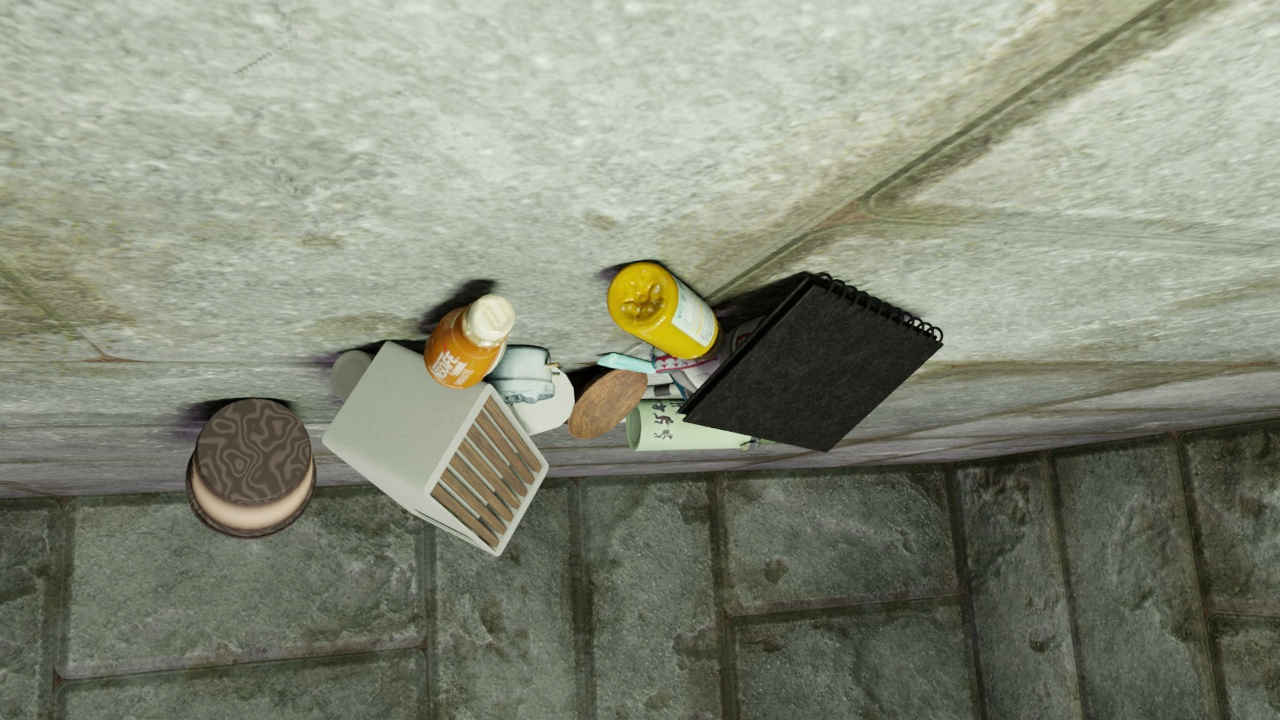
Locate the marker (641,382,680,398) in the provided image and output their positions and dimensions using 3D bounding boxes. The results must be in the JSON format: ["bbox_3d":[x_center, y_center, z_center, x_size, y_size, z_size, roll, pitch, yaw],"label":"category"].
[{"bbox_3d":[0.003,0.043,1.232,0.141,0.016,0.016,-8,169,23],"label":"marker"}]

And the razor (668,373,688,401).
[{"bbox_3d":[0.055,0.038,1.013,0.042,0.022,0.144,20,-166,-25],"label":"razor"}]

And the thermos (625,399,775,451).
[{"bbox_3d":[0.099,0.099,1.382,0.231,0.082,0.082,1,169,-19],"label":"thermos"}]

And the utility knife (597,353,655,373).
[{"bbox_3d":[-0.006,0.006,1.032,0.022,0.015,0.119,-26,160,27],"label":"utility knife"}]

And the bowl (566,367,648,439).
[{"bbox_3d":[-0.044,0.042,1.078,0.114,0.026,0.102,-47,148,9],"label":"bowl"}]

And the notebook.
[{"bbox_3d":[0.161,0.011,0.816,0.231,0.019,0.169,15,125,-46],"label":"notebook"}]

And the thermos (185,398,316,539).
[{"bbox_3d":[-0.514,0.141,1.218,0.172,0.172,0.227,1,162,-23],"label":"thermos"}]

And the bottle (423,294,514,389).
[{"bbox_3d":[-0.135,-0.018,0.741,0.059,0.059,0.167,1,169,-21],"label":"bottle"}]

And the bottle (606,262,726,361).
[{"bbox_3d":[0.028,-0.032,0.738,0.053,0.053,0.186,-7,170,18],"label":"bottle"}]

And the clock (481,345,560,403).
[{"bbox_3d":[-0.147,0.017,0.946,0.129,0.052,0.090,-3,170,-5],"label":"clock"}]

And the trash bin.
[{"bbox_3d":[-0.194,0.096,0.924,0.114,0.114,0.229,22,160,19],"label":"trash bin"}]

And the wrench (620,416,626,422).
[{"bbox_3d":[-0.048,0.079,1.410,0.087,0.018,0.273,-7,170,11],"label":"wrench"}]

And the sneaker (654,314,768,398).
[{"bbox_3d":[0.119,0.030,0.946,0.129,0.096,0.263,-7,161,27],"label":"sneaker"}]

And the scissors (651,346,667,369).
[{"bbox_3d":[0.032,-0.007,0.962,0.148,0.019,0.131,-11,168,41],"label":"scissors"}]

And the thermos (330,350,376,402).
[{"bbox_3d":[-0.242,0.032,0.993,0.052,0.052,0.224,-7,169,20],"label":"thermos"}]

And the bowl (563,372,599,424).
[{"bbox_3d":[-0.075,0.053,1.149,0.121,0.056,0.121,-3,170,-1],"label":"bowl"}]

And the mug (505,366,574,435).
[{"bbox_3d":[-0.141,0.052,1.046,0.105,0.073,0.090,-16,177,-30],"label":"mug"}]
